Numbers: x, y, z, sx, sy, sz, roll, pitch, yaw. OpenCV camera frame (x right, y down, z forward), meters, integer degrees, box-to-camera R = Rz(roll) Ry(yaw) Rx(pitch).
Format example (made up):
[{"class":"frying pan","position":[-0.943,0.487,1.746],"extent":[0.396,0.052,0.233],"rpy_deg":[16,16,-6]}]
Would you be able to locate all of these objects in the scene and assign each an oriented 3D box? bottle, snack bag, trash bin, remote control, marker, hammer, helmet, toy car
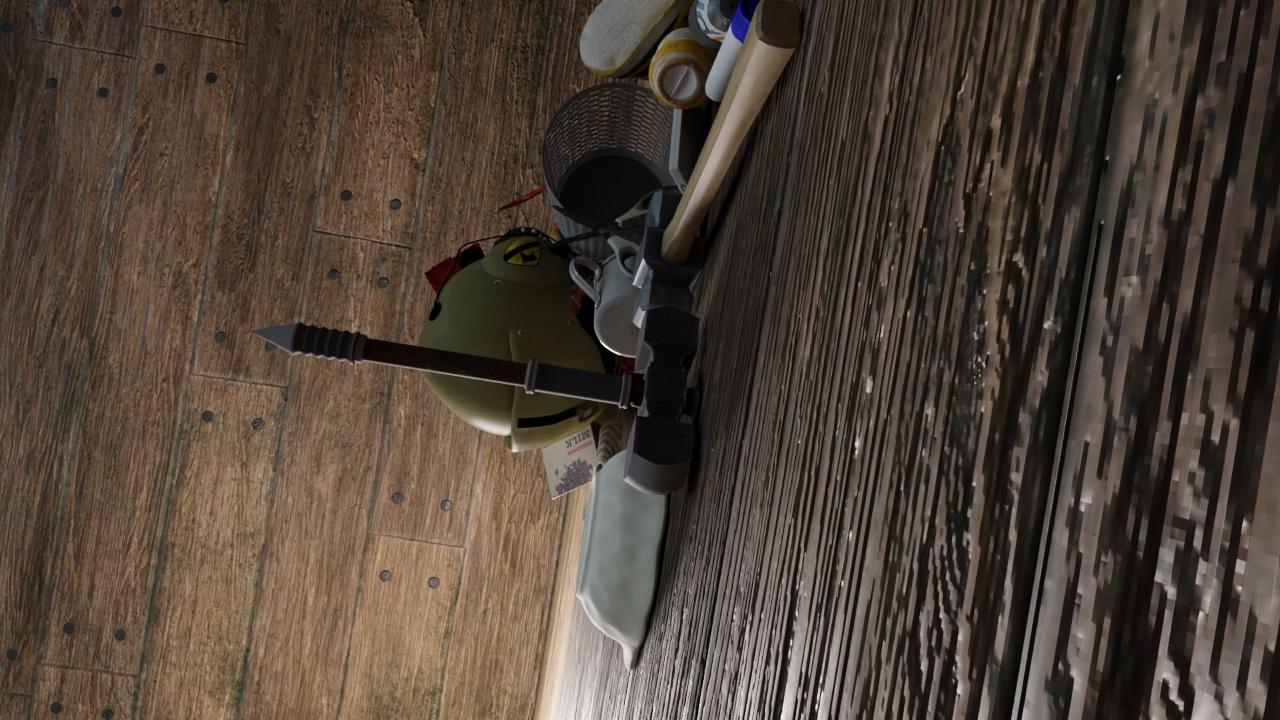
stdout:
[{"class":"bottle","position":[0.045,-0.283,0.863],"extent":[0.108,0.063,0.063],"rpy_deg":[-74,-2,-48]},{"class":"snack bag","position":[-0.071,0.080,1.215],"extent":[0.095,0.070,0.205],"rpy_deg":[-29,40,36]},{"class":"trash bin","position":[-0.027,-0.195,1.015],"extent":[0.183,0.156,0.156],"rpy_deg":[117,162,-82]},{"class":"bottle","position":[0.064,-0.272,0.722],"extent":[0.112,0.047,0.047],"rpy_deg":[-98,18,-74]},{"class":"remote control","position":[0.045,-0.211,0.881],"extent":[0.050,0.011,0.135],"rpy_deg":[53,-147,-45]},{"class":"marker","position":[0.072,-0.232,0.693],"extent":[0.133,0.023,0.027],"rpy_deg":[131,127,-80]},{"class":"hammer","position":[0.049,-0.134,0.668],"extent":[0.324,0.051,0.117],"rpy_deg":[117,162,-66]},{"class":"helmet","position":[-0.129,-0.012,1.095],"extent":[0.232,0.255,0.251],"rpy_deg":[-77,-1,-46]},{"class":"hammer","position":[-0.117,0.005,0.667],"extent":[0.043,0.322,0.155],"rpy_deg":[106,172,-55]},{"class":"toy car","position":[-0.006,0.006,1.028],"extent":[0.036,0.042,0.091],"rpy_deg":[-128,46,-74]}]

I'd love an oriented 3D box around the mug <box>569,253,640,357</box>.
[{"class":"mug","position":[-0.016,-0.059,0.870],"extent":[0.085,0.113,0.070],"rpy_deg":[-57,21,37]}]

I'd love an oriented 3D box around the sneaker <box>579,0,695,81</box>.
[{"class":"sneaker","position":[0.048,-0.378,0.919],"extent":[0.239,0.086,0.121],"rpy_deg":[-46,-19,28]}]

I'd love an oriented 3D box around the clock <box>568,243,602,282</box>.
[{"class":"clock","position":[-0.042,-0.172,1.265],"extent":[0.073,0.121,0.157],"rpy_deg":[47,-151,-48]}]

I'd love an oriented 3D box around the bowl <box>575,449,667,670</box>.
[{"class":"bowl","position":[-0.020,0.158,0.814],"extent":[0.188,0.060,0.219],"rpy_deg":[139,140,-82]}]

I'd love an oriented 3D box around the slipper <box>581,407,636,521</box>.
[{"class":"slipper","position":[-0.036,0.156,1.038],"extent":[0.262,0.052,0.115],"rpy_deg":[-87,7,-48]}]

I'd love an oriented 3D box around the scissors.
[{"class":"scissors","position":[-0.018,-0.120,0.870],"extent":[0.157,0.170,0.013],"rpy_deg":[59,171,41]}]

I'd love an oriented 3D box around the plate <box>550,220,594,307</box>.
[{"class":"plate","position":[-0.069,-0.121,1.339],"extent":[0.187,0.016,0.186],"rpy_deg":[54,-160,-26]}]

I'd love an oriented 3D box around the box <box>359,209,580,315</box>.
[{"class":"box","position":[-0.223,-0.092,1.396],"extent":[0.211,0.378,0.124],"rpy_deg":[-62,-6,-68]}]
